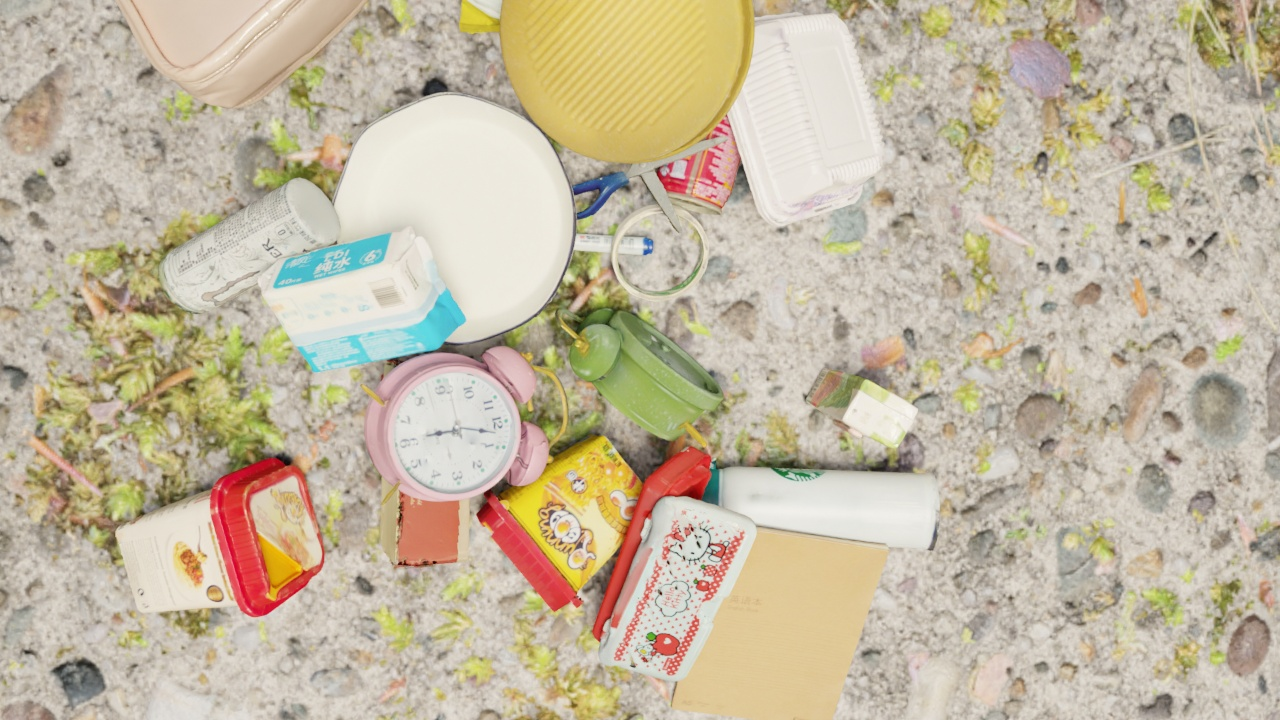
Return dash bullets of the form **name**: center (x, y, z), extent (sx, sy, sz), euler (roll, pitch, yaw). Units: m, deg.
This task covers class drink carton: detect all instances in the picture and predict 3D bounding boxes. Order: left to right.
- **drink carton**: center (0.184, 0.040, 0.781), extent (0.053, 0.122, 0.045), euler (29, 93, -6)

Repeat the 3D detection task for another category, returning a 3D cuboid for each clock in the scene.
- **clock**: center (-0.130, 0.049, 0.710), extent (0.158, 0.060, 0.117), euler (-12, 97, -25)
- **clock**: center (-0.005, 0.005, 0.771), extent (0.161, 0.116, 0.056), euler (37, 101, -8)

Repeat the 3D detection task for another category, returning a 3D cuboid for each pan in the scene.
- **pan**: center (0.049, -0.301, 0.688), extent (0.358, 0.078, 0.197), euler (-38, 97, 23)

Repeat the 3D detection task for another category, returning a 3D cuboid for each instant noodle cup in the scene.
- **instant noodle cup**: center (-0.349, 0.153, 0.764), extent (0.124, 0.116, 0.116), euler (-13, 95, 9)
- **instant noodle cup**: center (-0.060, 0.131, 0.782), extent (0.123, 0.116, 0.116), euler (-40, 95, -13)
- **instant noodle cup**: center (0.140, -0.209, 0.761), extent (0.137, 0.060, 0.173), euler (-22, 98, -37)

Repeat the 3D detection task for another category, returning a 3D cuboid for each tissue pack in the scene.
- **tissue pack**: center (-0.219, -0.048, 0.723), extent (0.140, 0.063, 0.090), euler (-12, 131, 9)

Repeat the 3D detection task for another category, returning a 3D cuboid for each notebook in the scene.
- **notebook**: center (0.118, 0.239, 0.808), extent (0.149, 0.012, 0.212), euler (9, 116, -3)

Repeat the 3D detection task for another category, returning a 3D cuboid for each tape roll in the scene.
- **tape roll**: center (0.017, -0.093, 0.800), extent (0.085, 0.014, 0.086), euler (-4, 116, -8)

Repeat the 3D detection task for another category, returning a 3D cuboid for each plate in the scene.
- **plate**: center (-0.153, -0.117, 0.771), extent (0.205, 0.045, 0.205), euler (1, 99, 5)

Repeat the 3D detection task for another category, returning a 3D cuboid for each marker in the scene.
- **marker**: center (-0.061, -0.105, 0.807), extent (0.146, 0.017, 0.017), euler (3, 94, -4)

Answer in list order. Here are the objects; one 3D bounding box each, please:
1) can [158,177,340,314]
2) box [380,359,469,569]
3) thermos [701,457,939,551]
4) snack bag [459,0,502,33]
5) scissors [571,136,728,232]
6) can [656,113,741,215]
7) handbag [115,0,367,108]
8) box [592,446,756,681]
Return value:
- **can**: center (-0.319, -0.092, 0.750), extent (0.147, 0.058, 0.058), euler (-24, 95, 17)
- **box**: center (-0.189, 0.083, 0.769), extent (0.077, 0.091, 0.168), euler (0, 94, -24)
- **thermos**: center (0.139, 0.124, 0.799), extent (0.224, 0.073, 0.073), euler (2, 94, 6)
- **snack bag**: center (-0.041, -0.368, 0.765), extent (0.158, 0.068, 0.246), euler (19, 94, -5)
- **scissors**: center (-0.005, -0.170, 0.772), extent (0.174, 0.012, 0.162), euler (-15, 69, 29)
- **can**: center (0.053, -0.177, 0.785), extent (0.066, 0.066, 0.094), euler (15, 92, -5)
- **handbag**: center (-0.353, -0.343, 0.747), extent (0.193, 0.093, 0.234), euler (-43, 87, 0)
- **box**: center (0.030, 0.179, 0.744), extent (0.098, 0.095, 0.202), euler (33, 127, 21)
